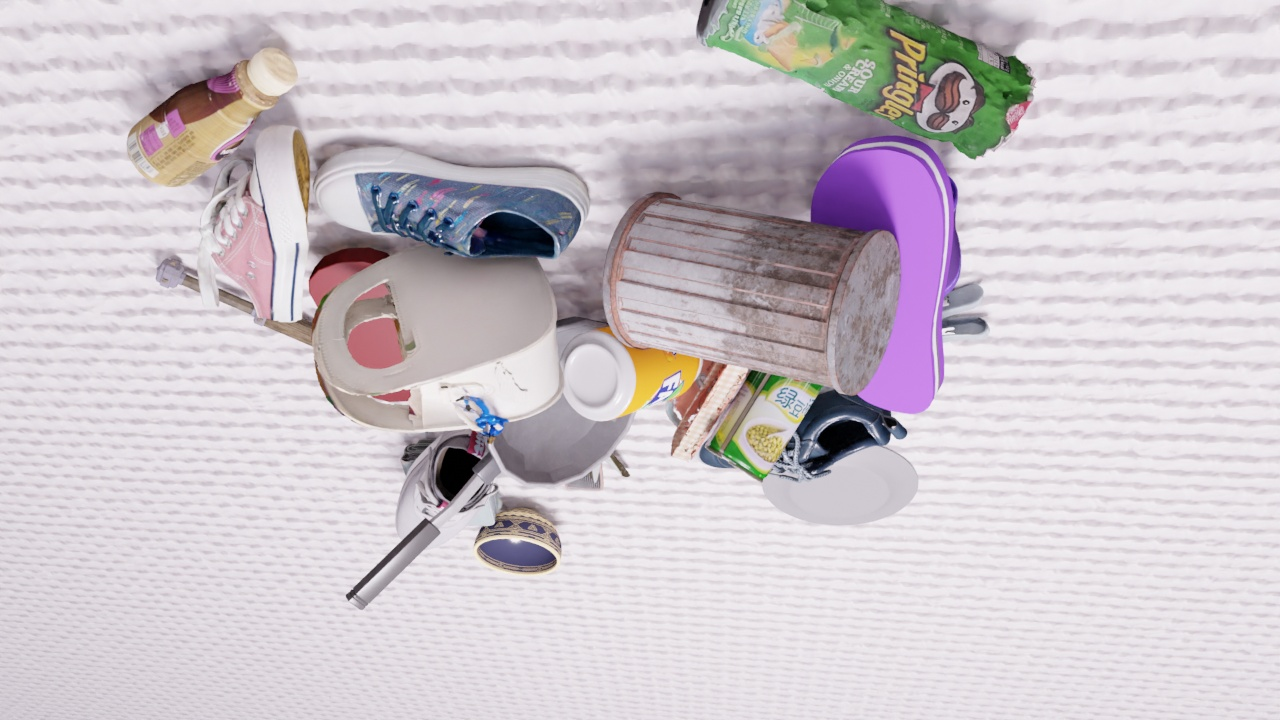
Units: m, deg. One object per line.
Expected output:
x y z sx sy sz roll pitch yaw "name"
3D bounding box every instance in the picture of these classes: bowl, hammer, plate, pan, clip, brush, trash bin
-0.155 0.227 1.188 0.112 0.061 0.113 4 143 3 "bowl"
-0.336 -0.028 0.947 0.316 0.028 0.147 26 131 -20 "hammer"
0.231 0.150 1.069 0.178 0.012 0.179 5 140 4 "plate"
-0.142 0.098 0.880 0.041 0.356 0.179 33 163 45 "pan"
0.220 -0.048 0.828 0.172 0.029 0.141 -18 135 27 "clip"
-0.253 -0.036 0.894 0.082 0.041 0.174 -10 130 8 "brush"
-0.071 0.118 1.082 0.050 0.015 0.136 3 140 5 "brush"
0.078 -0.056 0.716 0.211 0.130 0.131 15 147 32 "trash bin"

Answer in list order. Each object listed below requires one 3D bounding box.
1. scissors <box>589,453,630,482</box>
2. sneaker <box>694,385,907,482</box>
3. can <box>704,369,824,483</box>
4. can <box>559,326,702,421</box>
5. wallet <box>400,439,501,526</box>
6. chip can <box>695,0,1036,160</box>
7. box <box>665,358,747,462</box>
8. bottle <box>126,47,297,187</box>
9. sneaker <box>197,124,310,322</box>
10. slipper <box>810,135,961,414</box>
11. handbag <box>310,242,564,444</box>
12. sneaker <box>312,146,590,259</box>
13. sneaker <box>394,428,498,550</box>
-0.058 0.073 1.016 0.193 0.015 0.180 22 131 -27 "scissors"
0.157 0.083 0.945 0.236 0.087 0.089 -23 132 31 "sneaker"
0.121 0.050 0.881 0.067 0.121 0.067 32 179 1 "can"
-0.005 0.005 0.835 0.079 0.142 0.079 5 100 31 "can"
-0.228 0.148 1.119 0.100 0.054 0.132 -3 137 2 "wallet"
0.149 -0.208 0.616 0.223 0.075 0.076 18 139 -12 "chip can"
0.066 0.024 0.905 0.043 0.083 0.187 14 138 -11 "box"
-0.336 -0.195 0.725 0.166 0.059 0.059 -21 132 29 "bottle"
-0.332 -0.112 0.789 0.087 0.118 0.242 2 149 -21 "sneaker"
0.212 -0.079 0.751 0.107 0.083 0.267 16 141 34 "slipper"
-0.172 -0.016 0.777 0.199 0.200 0.093 -13 134 -12 "handbag"
-0.163 -0.119 0.770 0.235 0.079 0.088 5 140 3 "sneaker"
-0.207 0.140 1.001 0.096 0.128 0.264 28 122 -10 "sneaker"
